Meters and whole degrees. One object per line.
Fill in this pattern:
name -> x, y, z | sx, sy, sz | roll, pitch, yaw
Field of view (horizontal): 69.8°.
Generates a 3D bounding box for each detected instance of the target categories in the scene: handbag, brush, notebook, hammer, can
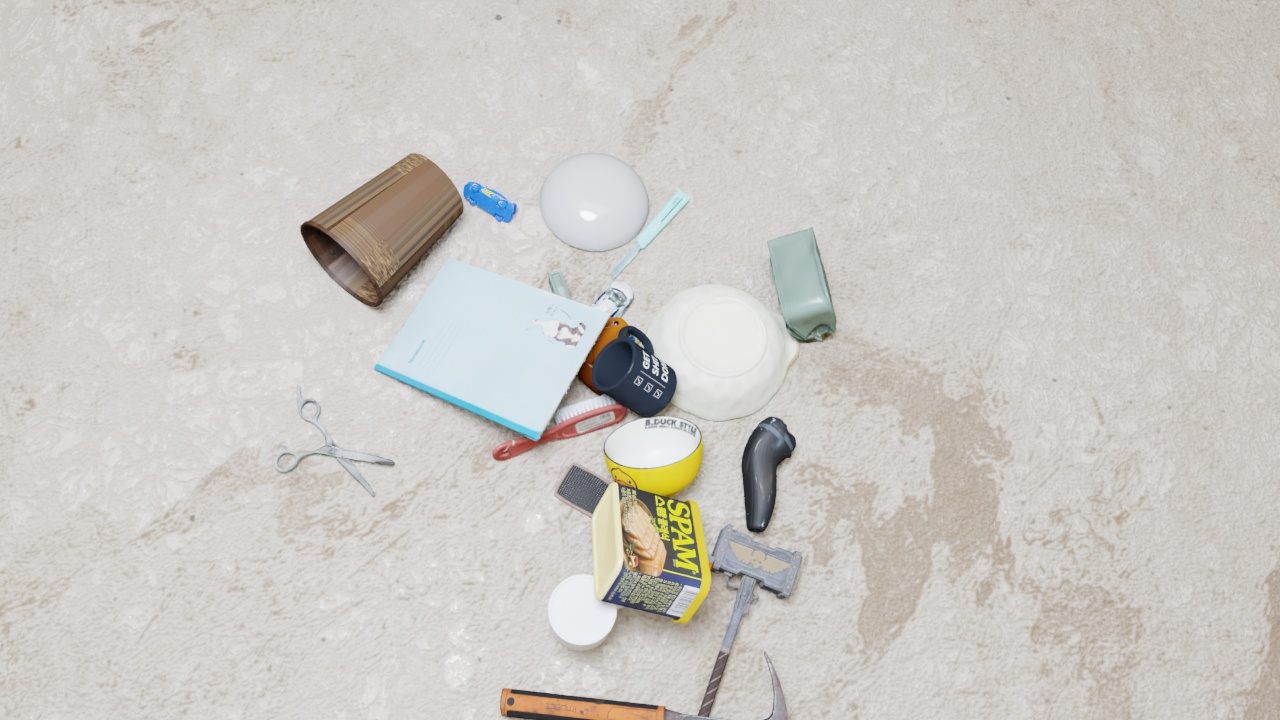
handbag -> 0.207, -0.095, 1.176 | 0.067, 0.106, 0.121 | -15, 68, 15
brush -> -0.102, 0.080, 1.126 | 0.172, 0.041, 0.030 | -19, 54, -9
brush -> -0.036, 0.173, 1.103 | 0.136, 0.015, 0.049 | 29, 71, 7
notebook -> -0.185, -0.022, 1.128 | 0.254, 0.009, 0.180 | 20, 69, 23
hammer -> 0.086, 0.353, 1.033 | 0.098, 0.044, 0.321 | 21, 72, 4
can -> 0.008, 0.206, 1.000 | 0.104, 0.075, 0.135 | 18, 32, -17
hammer -> 0.004, 0.373, 0.994 | 0.314, 0.035, 0.137 | 4, 73, 7

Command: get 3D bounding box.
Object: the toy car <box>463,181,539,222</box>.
toy car -> -0.185, -0.223, 1.239 | 0.092, 0.033, 0.061 | 32, 55, 3

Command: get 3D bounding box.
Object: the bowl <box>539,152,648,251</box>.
bowl -> -0.060, -0.223, 1.234 | 0.149, 0.043, 0.149 | 2, 70, -6

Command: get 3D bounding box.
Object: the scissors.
scissors -> -0.372, 0.096, 1.110 | 0.141, 0.014, 0.158 | -9, 69, -5

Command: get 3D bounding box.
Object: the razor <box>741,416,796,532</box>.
razor -> 0.154, 0.139, 1.112 | 0.063, 0.053, 0.140 | 11, 71, -8

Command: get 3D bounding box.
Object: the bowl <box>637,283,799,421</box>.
bowl -> 0.100, -0.022, 1.164 | 0.219, 0.060, 0.188 | -12, 70, -8

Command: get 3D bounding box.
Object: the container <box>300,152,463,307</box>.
container -> -0.318, -0.172, 1.160 | 0.132, 0.132, 0.167 | 37, 65, 10

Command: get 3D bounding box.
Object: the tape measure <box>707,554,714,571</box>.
tape measure -> 0.054, 0.249, 1.058 | 0.038, 0.058, 0.058 | 32, 71, -25

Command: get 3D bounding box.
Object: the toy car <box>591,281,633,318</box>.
toy car -> -0.043, -0.068, 1.188 | 0.039, 0.027, 0.089 | 34, 70, 11

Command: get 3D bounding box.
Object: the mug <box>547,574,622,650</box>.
mug -> -0.048, 0.276, 1.023 | 0.110, 0.091, 0.073 | -19, 72, -11

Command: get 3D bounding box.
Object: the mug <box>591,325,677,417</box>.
mug -> -0.007, 0.007, 1.114 | 0.077, 0.071, 0.104 | 34, 46, -37

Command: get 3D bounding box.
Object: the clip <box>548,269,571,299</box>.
clip -> -0.100, -0.079, 1.188 | 0.023, 0.042, 0.075 | -18, 71, -9

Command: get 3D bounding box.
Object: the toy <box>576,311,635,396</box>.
toy -> -0.042, -0.005, 1.149 | 0.090, 0.071, 0.103 | -38, 107, -15

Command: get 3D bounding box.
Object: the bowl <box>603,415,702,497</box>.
bowl -> 0.018, 0.123, 1.088 | 0.117, 0.068, 0.117 | -7, 26, 3

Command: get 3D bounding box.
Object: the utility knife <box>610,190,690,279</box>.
utility knife -> 0.011, -0.170, 1.239 | 0.022, 0.015, 0.165 | 47, 71, -20
